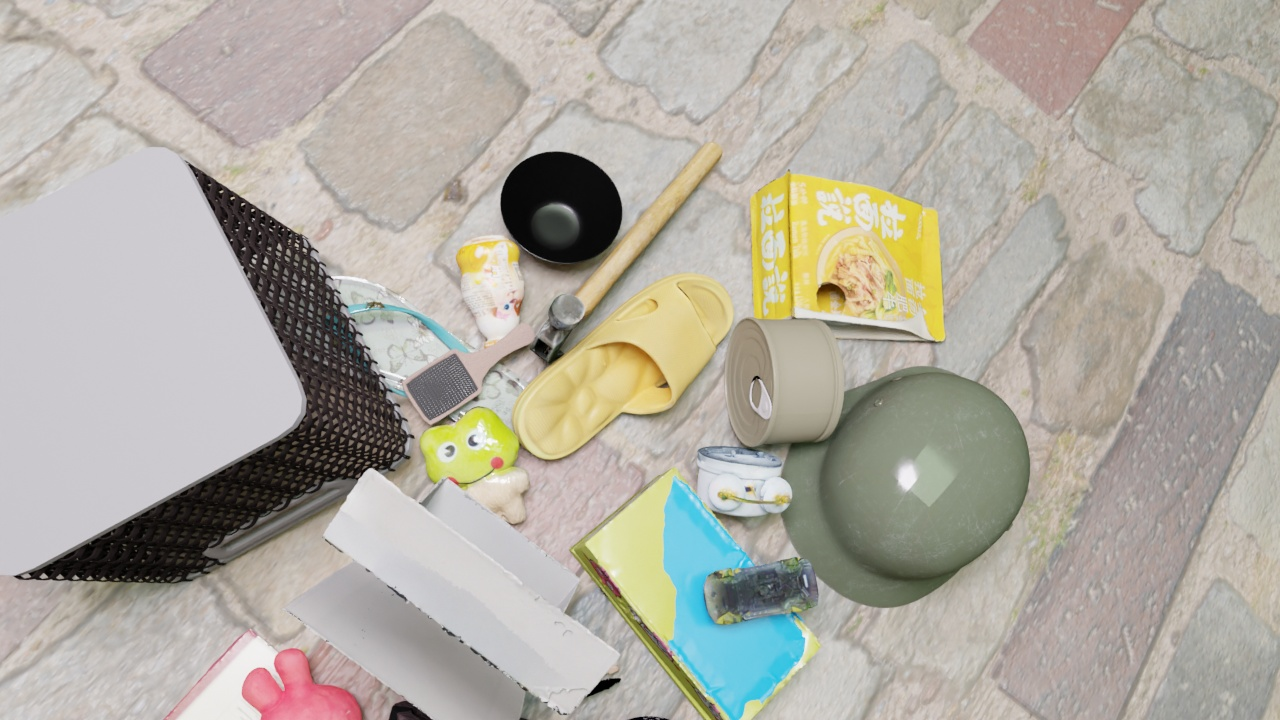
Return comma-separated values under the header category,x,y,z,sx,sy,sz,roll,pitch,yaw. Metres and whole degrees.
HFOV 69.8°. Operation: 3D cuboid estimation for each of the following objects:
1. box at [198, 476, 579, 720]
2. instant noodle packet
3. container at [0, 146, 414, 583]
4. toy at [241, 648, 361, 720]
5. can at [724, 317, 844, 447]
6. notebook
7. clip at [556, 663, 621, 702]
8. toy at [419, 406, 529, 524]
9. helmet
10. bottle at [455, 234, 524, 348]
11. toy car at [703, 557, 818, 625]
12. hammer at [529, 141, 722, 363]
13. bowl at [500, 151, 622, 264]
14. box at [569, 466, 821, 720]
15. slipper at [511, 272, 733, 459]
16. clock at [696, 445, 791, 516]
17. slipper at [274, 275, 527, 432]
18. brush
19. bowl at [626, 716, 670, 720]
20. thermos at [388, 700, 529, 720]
category,x,y,z,sx,sy,sz,roll,pitch,yaw
box,-0.157,0.206,0.652,0.166,0.418,0.108,37,99,-1
instant noodle packet,0.239,-0.108,1.005,0.221,0.084,0.162,4,75,-19
container,-0.356,0.016,0.704,0.247,0.244,0.245,-29,82,-6
toy,-0.278,0.306,0.759,0.091,0.045,0.135,-23,86,-22
can,0.140,0.021,0.911,0.073,0.128,0.127,-1,74,-16
notebook,-0.346,0.353,0.759,0.153,0.012,0.208,41,69,2
clip,-0.046,0.301,0.839,0.061,0.025,0.045,0,74,-17
toy,-0.149,0.105,0.855,0.092,0.043,0.118,-25,96,3
helmet,0.284,0.108,0.904,0.227,0.154,0.267,44,69,2
bottle,-0.145,-0.067,0.904,0.063,0.063,0.109,-8,89,-16
toy car,0.106,0.205,0.819,0.105,0.033,0.048,-7,78,-12
hammer,-0.007,-0.120,0.938,0.033,0.132,0.329,38,59,0
bowl,-0.085,-0.148,0.947,0.124,0.053,0.124,4,73,-12
box,0.050,0.223,0.859,0.124,0.079,0.221,-40,88,-21
slipper,-0.005,0.005,0.891,0.263,0.078,0.099,-36,117,-16
clock,0.097,0.117,0.878,0.083,0.117,0.057,5,97,-13
slipper,-0.219,-0.011,0.876,0.268,0.055,0.098,27,68,-6
brush,-0.155,0.005,0.864,0.135,0.015,0.050,-35,101,-20
bowl,0.003,0.360,0.803,0.120,0.066,0.120,-3,108,-9
thermos,-0.146,0.403,0.716,0.172,0.173,0.226,16,77,-8
